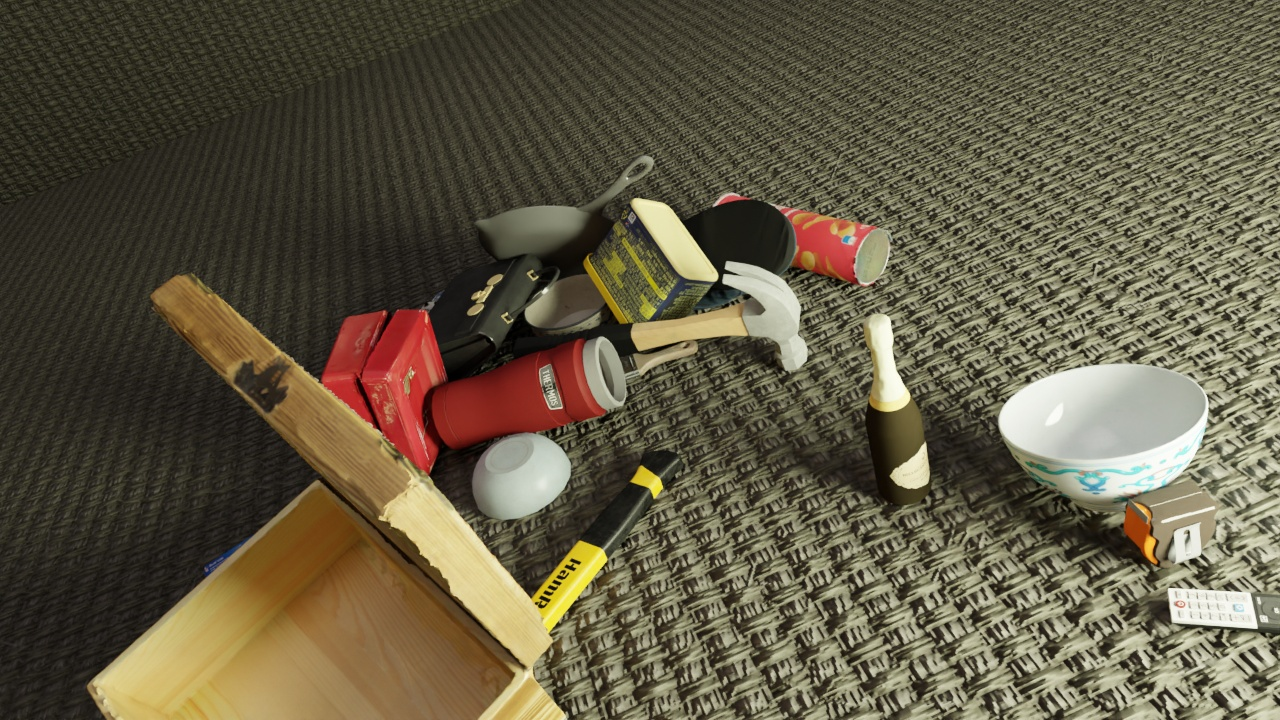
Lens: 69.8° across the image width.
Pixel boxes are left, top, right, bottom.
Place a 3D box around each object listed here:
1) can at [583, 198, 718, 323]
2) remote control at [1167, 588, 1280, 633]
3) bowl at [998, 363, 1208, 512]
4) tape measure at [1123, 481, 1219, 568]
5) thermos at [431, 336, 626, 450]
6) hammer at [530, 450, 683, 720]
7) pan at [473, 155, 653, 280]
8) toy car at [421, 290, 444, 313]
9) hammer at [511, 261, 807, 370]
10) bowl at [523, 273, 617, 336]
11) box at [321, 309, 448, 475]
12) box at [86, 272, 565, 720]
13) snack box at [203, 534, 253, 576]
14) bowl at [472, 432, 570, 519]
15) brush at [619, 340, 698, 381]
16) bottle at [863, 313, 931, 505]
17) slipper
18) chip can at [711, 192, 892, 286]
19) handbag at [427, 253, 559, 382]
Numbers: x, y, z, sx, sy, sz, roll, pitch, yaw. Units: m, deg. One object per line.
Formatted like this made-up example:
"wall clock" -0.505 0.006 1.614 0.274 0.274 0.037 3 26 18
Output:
"can" 0.011 -0.105 1.060 0.075 0.105 0.135 0 49 -46
"remote control" 0.424 0.170 0.613 0.124 0.012 0.028 -2 39 24
"bowl" 0.361 0.069 0.714 0.144 0.074 0.143 -18 21 7
"tape measure" 0.381 0.122 0.659 0.058 0.059 0.038 -14 36 -7
"thermos" -0.117 0.036 1.003 0.199 0.084 0.108 -16 0 18
"hammer" -0.056 0.192 0.814 0.170 0.034 0.323 12 45 36
"pan" -0.079 -0.160 1.130 0.356 0.216 0.024 -30 54 55
"toy car" -0.277 -0.070 1.266 0.048 0.040 0.112 -1 39 24
"hammer" 0.010 -0.028 1.000 0.329 0.131 0.039 -9 41 23
"bowl" -0.079 -0.050 1.122 0.115 0.059 0.115 -14 35 10
"box" -0.274 0.038 1.002 0.098 0.158 0.129 -3 37 6
"box" -0.238 0.164 0.610 0.279 0.337 0.285 30 63 34
"snack box" -0.296 0.199 0.886 0.202 0.069 0.155 -35 37 -19
"bowl" -0.128 0.111 0.946 0.106 0.039 0.106 -14 35 10
"brush" -0.006 0.006 1.051 0.151 0.012 0.039 -19 35 0
"bottle" 0.204 0.040 0.748 0.045 0.185 0.045 -13 35 10
"slipper" 0.091 -0.117 1.102 0.266 0.083 0.108 -10 70 46
"chip can" 0.188 -0.148 1.112 0.073 0.073 0.233 -39 40 -25
"handbag" -0.175 -0.063 1.123 0.196 0.072 0.175 -23 29 33
